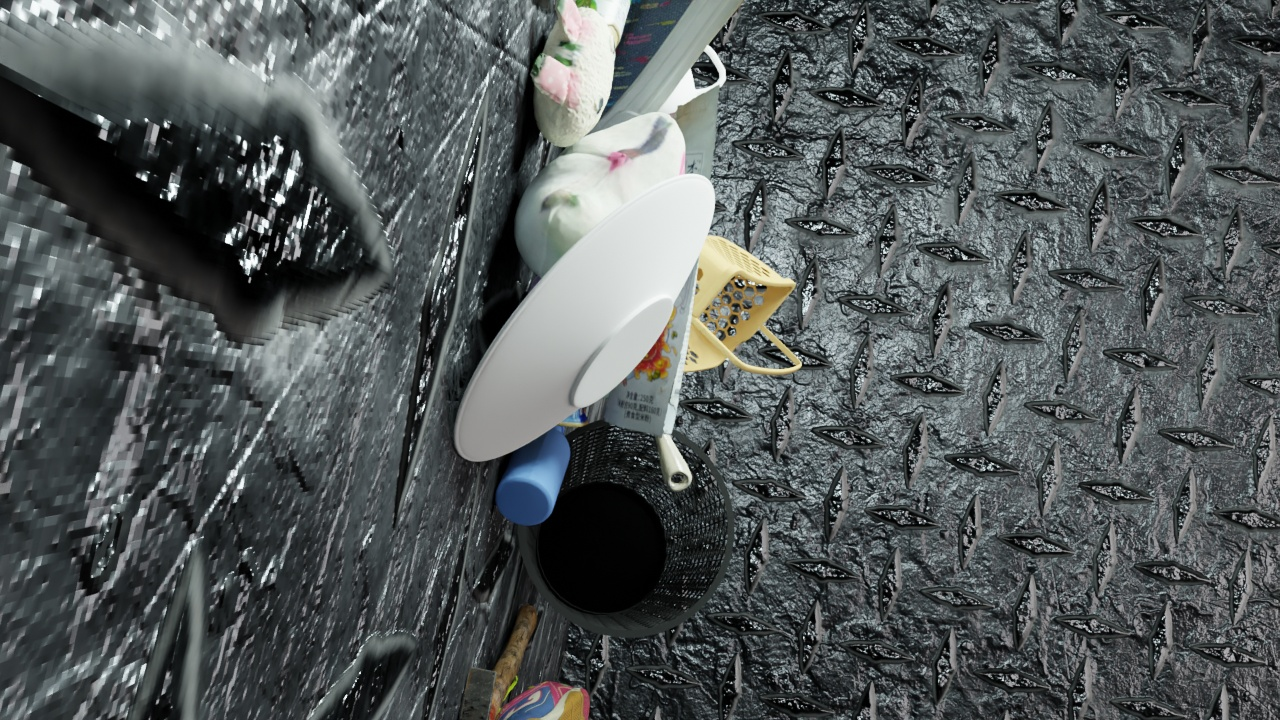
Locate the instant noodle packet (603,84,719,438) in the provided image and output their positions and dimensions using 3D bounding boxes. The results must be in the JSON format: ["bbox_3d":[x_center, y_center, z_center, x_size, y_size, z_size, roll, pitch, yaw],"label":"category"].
[{"bbox_3d":[0.016,-0.077,0.751,0.147,0.057,0.269,-167,-95,-73],"label":"instant noodle packet"}]

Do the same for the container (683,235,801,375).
[{"bbox_3d":[0.073,-0.041,0.883,0.129,0.167,0.183,-51,161,17],"label":"container"}]

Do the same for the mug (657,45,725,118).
[{"bbox_3d":[0.017,-0.252,0.824,0.076,0.123,0.090,67,-14,-4],"label":"mug"}]

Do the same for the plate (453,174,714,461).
[{"bbox_3d":[-0.021,-0.014,0.575,0.229,0.030,0.230,-45,166,-15],"label":"plate"}]

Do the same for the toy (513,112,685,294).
[{"bbox_3d":[-0.034,-0.072,0.628,0.137,0.085,0.210,-45,166,-34],"label":"toy"}]

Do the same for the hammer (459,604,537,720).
[{"bbox_3d":[-0.139,0.313,0.943,0.330,0.033,0.120,-70,170,-85],"label":"hammer"}]

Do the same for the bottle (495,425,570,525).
[{"bbox_3d":[-0.086,0.084,0.787,0.131,0.048,0.048,-76,177,-63],"label":"bottle"}]

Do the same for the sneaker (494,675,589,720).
[{"bbox_3d":[-0.141,0.412,0.967,0.241,0.091,0.116,-9,106,-68],"label":"sneaker"}]

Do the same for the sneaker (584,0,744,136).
[{"bbox_3d":[0.007,-0.250,0.704,0.236,0.079,0.087,-45,-165,36],"label":"sneaker"}]

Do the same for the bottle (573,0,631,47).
[{"bbox_3d":[-0.027,-0.245,0.625,0.043,0.042,0.109,98,5,-66],"label":"bottle"}]

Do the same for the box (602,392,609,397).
[{"bbox_3d":[-0.053,-0.034,0.845,0.189,0.077,0.079,98,-12,-65],"label":"box"}]

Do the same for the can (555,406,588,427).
[{"bbox_3d":[-0.070,0.023,0.759,0.100,0.054,0.059,53,42,-87],"label":"can"}]

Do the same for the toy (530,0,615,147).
[{"bbox_3d":[-0.042,-0.171,0.561,0.112,0.050,0.087,80,21,-72],"label":"toy"}]

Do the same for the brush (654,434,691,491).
[{"bbox_3d":[-0.006,0.005,0.940,0.077,0.062,0.272,15,52,-66],"label":"brush"}]

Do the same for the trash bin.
[{"bbox_3d":[-0.031,0.197,1.025,0.244,0.217,0.216,118,-15,-71],"label":"trash bin"}]
